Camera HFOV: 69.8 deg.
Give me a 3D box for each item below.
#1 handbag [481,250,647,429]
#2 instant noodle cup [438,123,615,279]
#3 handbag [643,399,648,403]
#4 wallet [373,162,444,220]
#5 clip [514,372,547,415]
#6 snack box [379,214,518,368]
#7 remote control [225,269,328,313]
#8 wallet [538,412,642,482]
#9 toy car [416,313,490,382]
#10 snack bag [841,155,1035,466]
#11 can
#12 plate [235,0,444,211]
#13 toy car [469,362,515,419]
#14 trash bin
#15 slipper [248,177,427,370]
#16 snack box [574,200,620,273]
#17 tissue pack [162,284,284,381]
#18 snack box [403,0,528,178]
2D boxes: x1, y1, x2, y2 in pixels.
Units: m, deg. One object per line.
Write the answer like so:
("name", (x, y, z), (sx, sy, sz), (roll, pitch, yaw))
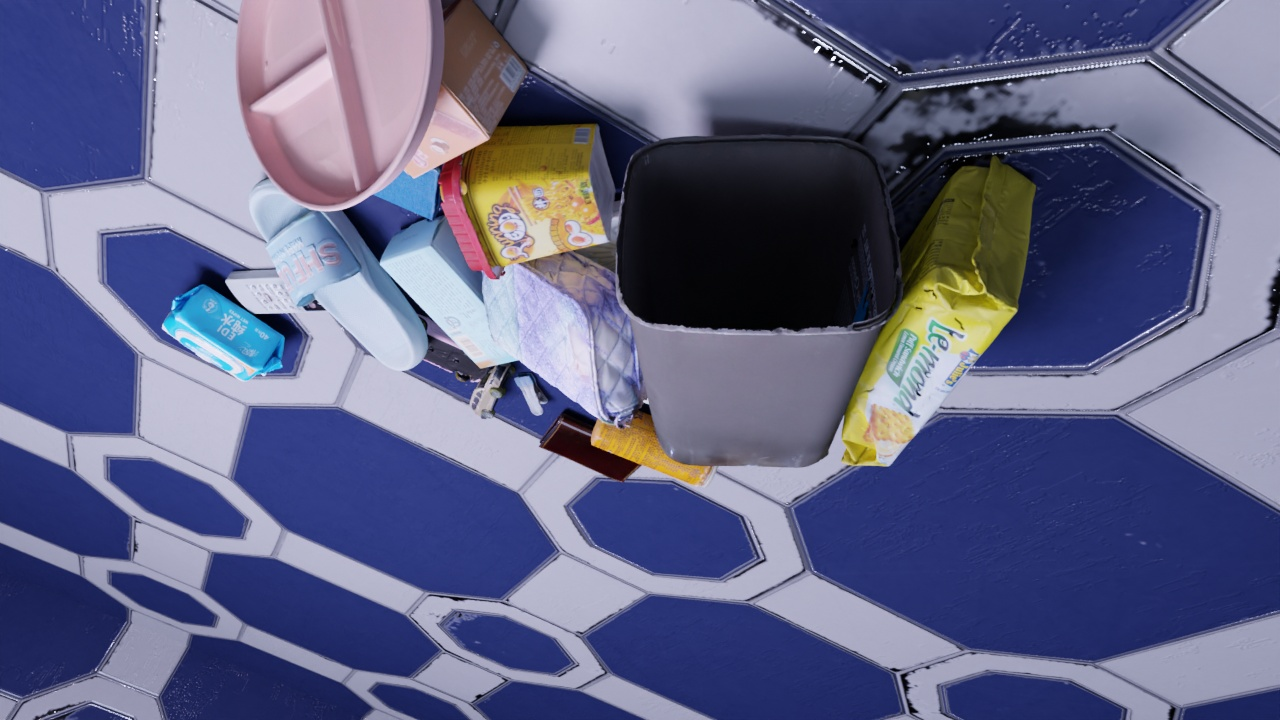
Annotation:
("handbag", (-0.070, -0.035, 0.851), (0.194, 0.075, 0.134), (34, 137, 44))
("instant noodle cup", (-0.091, -0.143, 0.780), (0.124, 0.115, 0.116), (-5, 137, 11))
("handbag", (-0.006, 0.006, 0.957), (0.163, 0.063, 0.179), (39, 147, -18))
("wallet", (-0.242, -0.188, 0.837), (0.133, 0.040, 0.107), (23, 151, -6))
("clip", (-0.129, 0.038, 1.086), (0.024, 0.029, 0.057), (-5, 130, 25))
("snack box", (-0.181, -0.067, 0.949), (0.074, 0.051, 0.175), (-12, 134, 32))
("remote control", (-0.404, -0.078, 1.053), (0.150, 0.021, 0.058), (0, 139, 23))
("wallet", (-0.059, 0.112, 1.149), (0.122, 0.020, 0.097), (25, 147, -10))
("toy car", (-0.226, -0.017, 1.042), (0.122, 0.037, 0.056), (26, 138, -13))
("snack bag", (0.227, -0.034, 0.739), (0.068, 0.157, 0.247), (23, 142, 4))
("can", (0.018, 0.097, 1.065), (0.146, 0.058, 0.058), (22, 142, -5))
("plate", (-0.225, -0.226, 0.680), (0.230, 0.229, 0.028), (-15, 176, 36))
("toy car", (-0.175, 0.033, 1.079), (0.035, 0.042, 0.091), (26, 142, -8))
("trash bin", (0.089, -0.034, 0.737), (0.199, 0.198, 0.220), (0, 143, 5))
("slipper", (-0.320, -0.078, 0.954), (0.104, 0.074, 0.245), (-16, 120, 40))
("snack box", (0.017, -0.109, 0.825), (0.157, 0.026, 0.085), (-7, 136, 23))
("tissue pack", (-0.502, -0.029, 1.107), (0.140, 0.063, 0.090), (39, 151, -24))
("snack box", (-0.159, -0.214, 0.724), (0.095, 0.092, 0.077), (-16, 131, 36))
